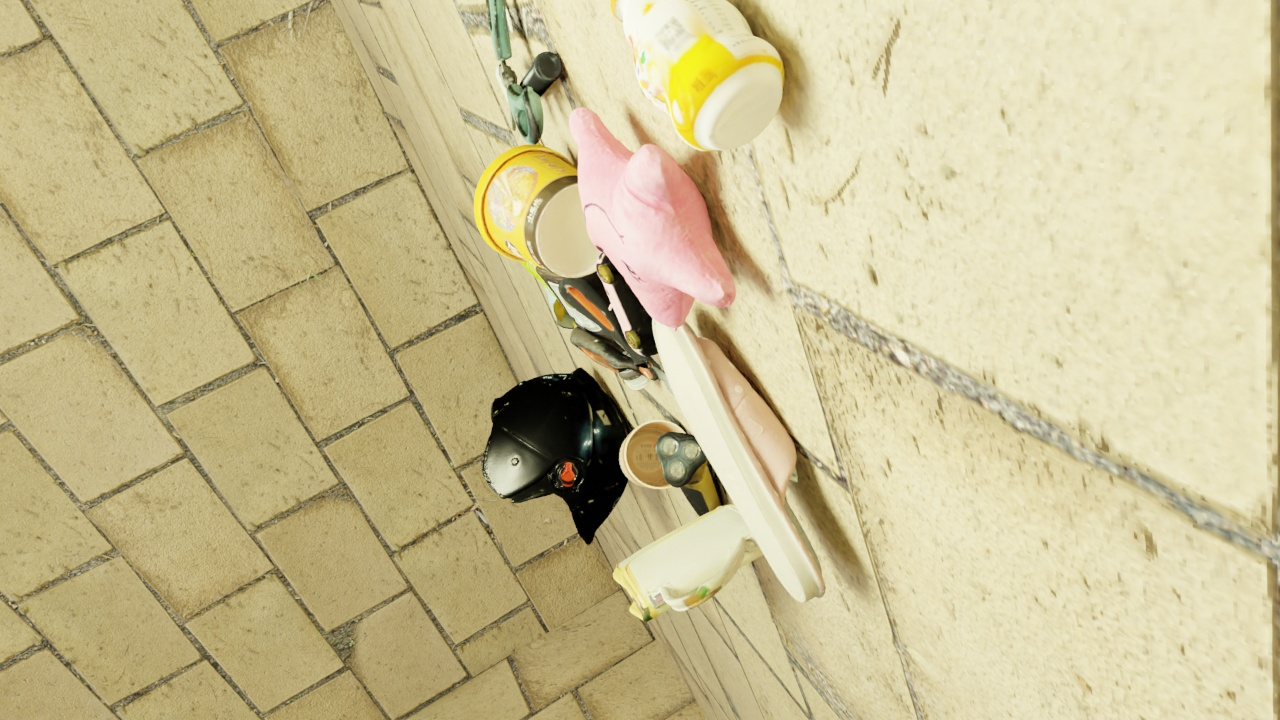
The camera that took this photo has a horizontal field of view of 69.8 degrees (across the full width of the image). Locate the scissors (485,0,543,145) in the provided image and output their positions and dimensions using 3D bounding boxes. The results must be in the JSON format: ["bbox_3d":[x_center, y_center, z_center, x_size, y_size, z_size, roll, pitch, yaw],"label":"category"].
[{"bbox_3d":[-0.116,-0.274,0.832,0.170,0.019,0.172,-120,22,-47],"label":"scissors"}]

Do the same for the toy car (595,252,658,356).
[{"bbox_3d":[-0.003,-0.061,0.858,0.037,0.056,0.122,27,144,59],"label":"toy car"}]

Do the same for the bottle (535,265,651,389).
[{"bbox_3d":[-0.042,-0.042,1.034,0.080,0.044,0.195,19,151,47],"label":"bottle"}]

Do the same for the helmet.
[{"bbox_3d":[-0.122,0.148,1.457,0.274,0.230,0.233,50,177,6],"label":"helmet"}]

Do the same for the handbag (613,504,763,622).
[{"bbox_3d":[0.060,0.213,0.970,0.063,0.163,0.179,63,167,-1],"label":"handbag"}]

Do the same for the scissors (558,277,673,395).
[{"bbox_3d":[-0.010,-0.004,0.947,0.221,0.021,0.228,12,144,56],"label":"scissors"}]

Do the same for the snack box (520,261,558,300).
[{"bbox_3d":[-0.125,-0.142,1.054,0.086,0.026,0.156,45,165,29],"label":"snack box"}]

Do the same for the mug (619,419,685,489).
[{"bbox_3d":[0.030,0.126,1.135,0.114,0.081,0.106,32,170,-2],"label":"mug"}]

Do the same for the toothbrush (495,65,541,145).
[{"bbox_3d":[-0.115,-0.238,1.022,0.191,0.016,0.018,65,173,-17],"label":"toothbrush"}]

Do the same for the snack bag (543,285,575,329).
[{"bbox_3d":[-0.122,-0.140,1.203,0.110,0.039,0.190,63,-174,-63],"label":"snack bag"}]

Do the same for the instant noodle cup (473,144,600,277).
[{"bbox_3d":[-0.086,-0.141,0.897,0.114,0.118,0.118,34,152,49],"label":"instant noodle cup"}]

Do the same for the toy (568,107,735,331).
[{"bbox_3d":[0.011,-0.090,0.675,0.194,0.074,0.179,45,160,52],"label":"toy"}]

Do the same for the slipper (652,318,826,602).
[{"bbox_3d":[0.089,0.071,0.772,0.274,0.054,0.114,62,169,10],"label":"slipper"}]

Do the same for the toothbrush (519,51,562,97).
[{"bbox_3d":[-0.108,-0.265,0.900,0.213,0.026,0.027,-163,85,-74],"label":"toothbrush"}]

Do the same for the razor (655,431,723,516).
[{"bbox_3d":[0.064,0.142,1.052,0.062,0.067,0.167,8,146,26],"label":"razor"}]

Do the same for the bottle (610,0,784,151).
[{"bbox_3d":[0.025,-0.160,0.474,0.108,0.063,0.063,56,168,26],"label":"bottle"}]
